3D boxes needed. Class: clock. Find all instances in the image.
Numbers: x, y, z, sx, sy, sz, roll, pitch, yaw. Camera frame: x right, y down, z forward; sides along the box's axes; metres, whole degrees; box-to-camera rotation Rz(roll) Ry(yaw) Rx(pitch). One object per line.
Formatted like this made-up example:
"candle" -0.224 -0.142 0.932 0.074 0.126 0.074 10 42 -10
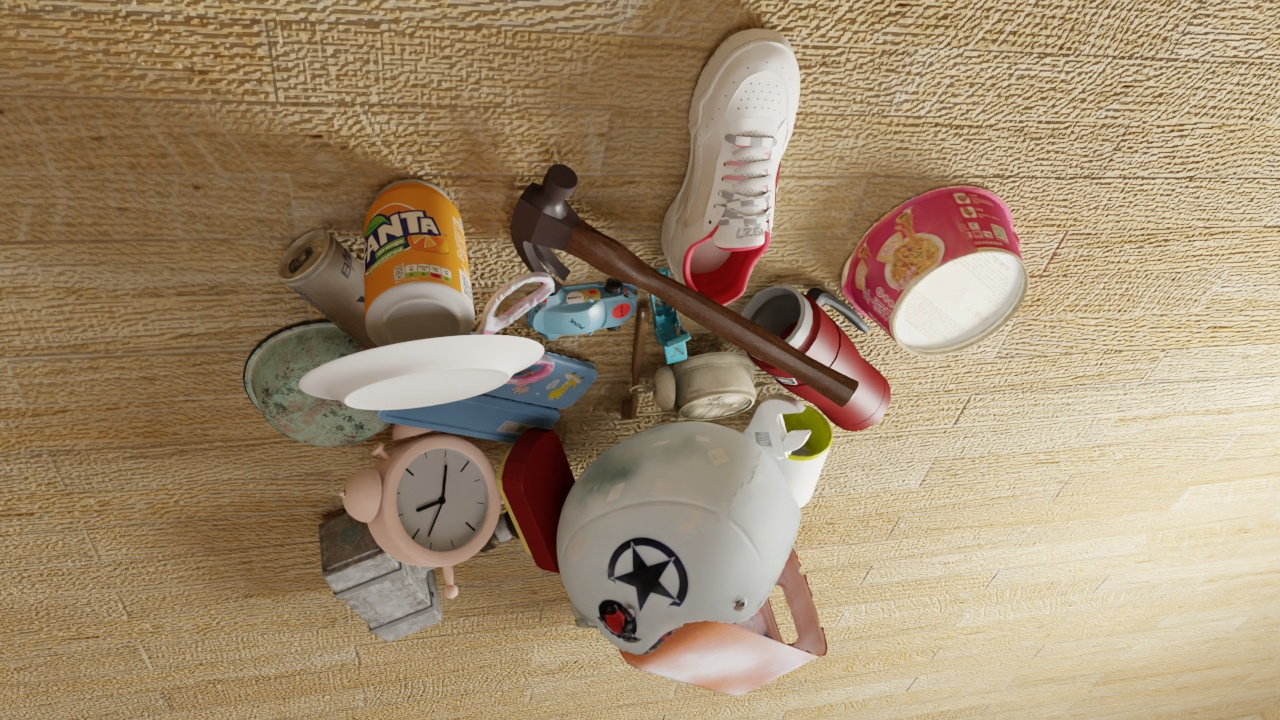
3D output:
"clock" 0.058 0.032 0.943 0.140 0.054 0.093 -1 158 -17
"clock" -0.216 0.141 0.931 0.086 0.130 0.160 -6 131 45

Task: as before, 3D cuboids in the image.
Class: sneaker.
"sneaker" 0.082 -0.141 0.752 0.090 0.104 0.237 2 134 -19

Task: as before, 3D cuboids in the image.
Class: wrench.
"wrench" 0.077 0.114 1.036 0.274 0.018 0.066 -32 92 35

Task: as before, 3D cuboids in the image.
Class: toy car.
"toy car" -0.053 -0.045 0.868 0.107 0.027 0.060 -7 137 -10

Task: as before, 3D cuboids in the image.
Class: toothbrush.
"toothbrush" -0.006 0.006 0.945 0.016 0.016 0.167 -5 137 -13

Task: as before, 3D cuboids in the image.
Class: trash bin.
"trash bin" 0.089 0.306 1.171 0.158 0.181 0.259 -37 134 24

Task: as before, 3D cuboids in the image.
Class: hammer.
"hammer" 0.038 -0.050 0.774 0.323 0.033 0.116 29 142 -3
"hammer" -0.189 0.204 1.061 0.326 0.079 0.177 -21 138 -3

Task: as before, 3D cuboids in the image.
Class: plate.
"plate" -0.168 0.016 0.723 0.188 0.016 0.189 -11 169 -2

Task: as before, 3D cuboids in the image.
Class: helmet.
"helmet" 0.018 0.155 0.928 0.265 0.235 0.164 -18 108 31

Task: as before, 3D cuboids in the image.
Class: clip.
"clip" 0.024 -0.040 0.878 0.027 0.103 0.120 -14 158 -1

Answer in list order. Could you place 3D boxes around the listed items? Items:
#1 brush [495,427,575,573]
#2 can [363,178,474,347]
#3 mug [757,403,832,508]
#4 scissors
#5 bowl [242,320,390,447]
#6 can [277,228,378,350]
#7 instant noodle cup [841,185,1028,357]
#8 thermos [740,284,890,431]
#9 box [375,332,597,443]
"brush" -0.106 0.148 0.973 0.042 0.082 0.174 6 134 24
"can" -0.175 -0.073 0.716 0.079 0.142 0.079 -9 137 -8
"mug" 0.170 0.113 1.062 0.082 0.082 0.106 -6 138 -11
"scissors" -0.132 -0.021 0.803 0.170 0.013 0.174 7 132 -41
"bowl" -0.292 0.032 0.868 0.157 0.038 0.158 -9 137 -8
"can" -0.242 -0.049 0.787 0.054 0.054 0.135 -27 136 11
"instant noodle cup" 0.300 -0.077 0.906 0.178 0.077 0.179 -9 137 -8
"thermos" 0.189 -0.008 0.948 0.198 0.084 0.108 35 87 -43
"box" -0.142 0.031 0.888 0.126 0.021 0.208 -40 148 24
